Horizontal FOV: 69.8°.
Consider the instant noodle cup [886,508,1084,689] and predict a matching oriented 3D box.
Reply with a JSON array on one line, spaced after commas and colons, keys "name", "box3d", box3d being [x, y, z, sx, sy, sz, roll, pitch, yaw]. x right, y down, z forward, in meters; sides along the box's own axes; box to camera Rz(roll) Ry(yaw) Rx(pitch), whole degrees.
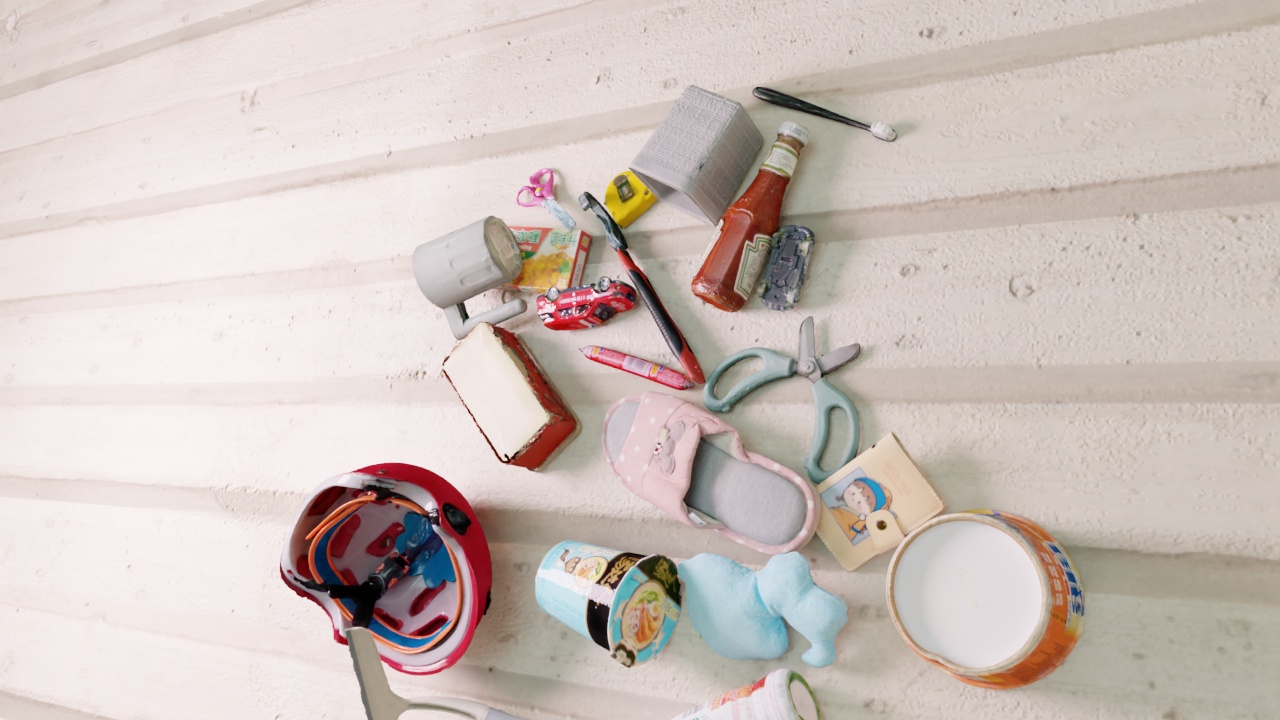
[{"name": "instant noodle cup", "box3d": [0.272, 0.189, 0.740, 0.152, 0.111, 0.151, -9, 72, 28]}]

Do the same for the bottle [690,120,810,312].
[{"name": "bottle", "box3d": [0.119, -0.152, 0.959, 0.060, 0.059, 0.206, 25, 88, 33]}]

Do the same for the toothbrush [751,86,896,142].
[{"name": "toothbrush", "box3d": [0.191, -0.266, 0.976, 0.181, 0.018, 0.015, 30, 94, 34]}]

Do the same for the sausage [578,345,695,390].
[{"name": "sausage", "box3d": [-0.006, 0.006, 1.007, 0.156, 0.020, 0.020, 18, 85, 32]}]

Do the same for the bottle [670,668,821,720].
[{"name": "bottle", "box3d": [0.067, 0.348, 0.839, 0.197, 0.068, 0.068, -32, 62, 21]}]

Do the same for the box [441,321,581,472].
[{"name": "box", "box3d": [-0.152, 0.037, 1.045, 0.091, 0.079, 0.168, -45, 60, 12]}]

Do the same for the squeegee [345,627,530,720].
[{"name": "squeegee", "box3d": [-0.168, 0.375, 0.956, 0.247, 0.039, 0.247, 7, 123, 12]}]

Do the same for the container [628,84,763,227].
[{"name": "container", "box3d": [0.065, -0.224, 0.994, 0.090, 0.090, 0.114, 33, 90, 32]}]

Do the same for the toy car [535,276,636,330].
[{"name": "toy car", "box3d": [-0.061, -0.062, 1.040, 0.121, 0.053, 0.045, -12, 72, 29]}]

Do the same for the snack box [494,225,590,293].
[{"name": "snack box", "box3d": [-0.137, -0.122, 1.114, 0.156, 0.027, 0.077, 7, 80, 31]}]

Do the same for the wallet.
[{"name": "wallet", "box3d": [0.210, 0.133, 0.838, 0.115, 0.024, 0.087, -41, 68, 22]}]

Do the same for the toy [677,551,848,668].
[{"name": "toy", "box3d": [0.106, 0.231, 0.853, 0.161, 0.049, 0.157, 47, 119, 19]}]

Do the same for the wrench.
[{"name": "wrench", "box3d": [0.002, -0.083, 1.013, 0.016, 0.056, 0.273, -38, 65, 17]}]

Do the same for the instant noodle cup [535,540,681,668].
[{"name": "instant noodle cup", "box3d": [-0.039, 0.232, 0.914, 0.121, 0.111, 0.111, 10, 81, 39]}]

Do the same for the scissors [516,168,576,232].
[{"name": "scissors", "box3d": [-0.112, -0.187, 1.111, 0.063, 0.017, 0.135, -41, 48, 5]}]

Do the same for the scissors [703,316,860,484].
[{"name": "scissors", "box3d": [0.145, 0.047, 0.910, 0.174, 0.019, 0.169, -19, 66, 23]}]

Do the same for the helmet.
[{"name": "helmet", "box3d": [-0.254, 0.217, 1.017, 0.240, 0.143, 0.207, 42, 109, 7]}]

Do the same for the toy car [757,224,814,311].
[{"name": "toy car", "box3d": [0.151, -0.093, 0.937, 0.043, 0.034, 0.090, 13, 85, 29]}]

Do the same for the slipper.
[{"name": "slipper", "box3d": [0.054, 0.108, 0.912, 0.275, 0.054, 0.114, 26, 93, 39]}]

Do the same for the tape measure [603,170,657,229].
[{"name": "tape measure", "box3d": [-0.015, -0.192, 1.063, 0.060, 0.029, 0.057, -38, 60, 15]}]

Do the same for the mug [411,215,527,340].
[{"name": "mug", "box3d": [-0.196, -0.098, 1.085, 0.104, 0.083, 0.124, -20, 94, 22]}]
